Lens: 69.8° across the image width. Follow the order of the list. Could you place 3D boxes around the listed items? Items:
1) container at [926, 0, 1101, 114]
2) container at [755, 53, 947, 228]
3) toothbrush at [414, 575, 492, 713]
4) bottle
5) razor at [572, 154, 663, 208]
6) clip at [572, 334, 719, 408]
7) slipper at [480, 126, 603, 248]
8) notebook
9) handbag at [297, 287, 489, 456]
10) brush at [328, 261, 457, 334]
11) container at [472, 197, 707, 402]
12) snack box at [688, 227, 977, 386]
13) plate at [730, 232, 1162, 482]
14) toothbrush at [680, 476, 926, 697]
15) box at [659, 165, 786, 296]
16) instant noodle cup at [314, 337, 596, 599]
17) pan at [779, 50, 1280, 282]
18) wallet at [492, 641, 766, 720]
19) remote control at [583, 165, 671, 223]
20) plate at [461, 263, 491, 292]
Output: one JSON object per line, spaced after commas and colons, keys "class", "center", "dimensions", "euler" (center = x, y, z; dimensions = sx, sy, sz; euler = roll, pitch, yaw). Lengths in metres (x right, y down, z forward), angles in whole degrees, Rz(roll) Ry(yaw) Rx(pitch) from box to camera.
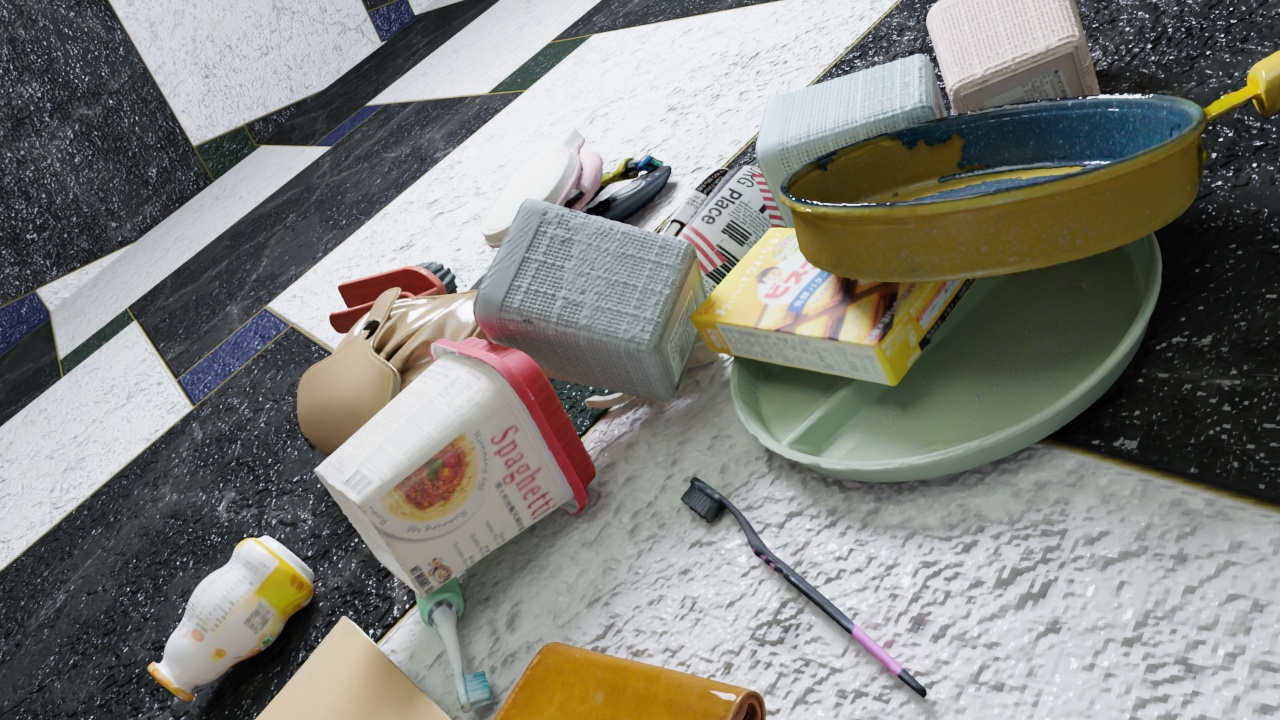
{"class": "container", "center": [0.242, -0.183, 0.588], "dimensions": [0.090, 0.090, 0.110], "euler": [-18, 38, 26]}
{"class": "container", "center": [0.149, -0.141, 0.618], "dimensions": [0.112, 0.090, 0.090], "euler": [-14, 37, 27]}
{"class": "toothbrush", "center": [-0.125, 0.134, 0.558], "dimensions": [0.027, 0.026, 0.224], "euler": [-16, 27, -15]}
{"class": "bottle", "center": [-0.273, 0.172, 0.612], "dimensions": [0.063, 0.063, 0.108], "euler": [8, 50, 49]}
{"class": "razor", "center": [-0.045, -0.163, 0.893], "dimensions": [0.143, 0.022, 0.042], "euler": [-29, -7, 19]}
{"class": "clip", "center": [-0.005, 0.005, 0.617], "dimensions": [0.100, 0.035, 0.098], "euler": [19, 54, 45]}
{"class": "slipper", "center": [-0.084, -0.156, 0.850], "dimensions": [0.114, 0.054, 0.274], "euler": [-36, 21, 13]}
{"class": "notebook", "center": [-0.174, 0.220, 0.470], "dimensions": [0.149, 0.012, 0.212], "euler": [-49, 25, -21]}
{"class": "handbag", "center": [-0.185, 0.009, 0.719], "dimensions": [0.205, 0.100, 0.147], "euler": [-3, 46, 47]}
{"class": "brush", "center": [-0.242, -0.056, 0.898], "dimensions": [0.146, 0.063, 0.069], "euler": [-8, 23, 39]}
{"class": "container", "center": [-0.025, -0.034, 0.568], "dimensions": [0.114, 0.090, 0.090], "euler": [14, 68, 19]}
{"class": "snack box", "center": [0.103, -0.035, 0.513], "dimensions": [0.086, 0.034, 0.141], "euler": [-47, 31, -22]}
{"class": "plate", "center": [0.157, -0.021, 0.501], "dimensions": [0.230, 0.027, 0.229], "euler": [-25, 32, 17]}
{"class": "toothbrush", "center": [0.067, 0.100, 0.432], "dimensions": [0.018, 0.014, 0.189], "euler": [-48, 32, -3]}
{"class": "box", "center": [0.052, -0.076, 0.673], "dimensions": [0.085, 0.075, 0.161], "euler": [26, 56, 19]}
{"class": "instant noodle cup", "center": [-0.112, 0.063, 0.543], "dimensions": [0.124, 0.116, 0.117], "euler": [-38, 29, -25]}
{"class": "pan", "center": [0.242, -0.117, 0.432], "dimensions": [0.358, 0.078, 0.197], "euler": [-7, 22, 21]}
{"class": "wallet", "center": [-0.025, 0.180, 0.387], "dimensions": [0.131, 0.035, 0.118], "euler": [-4, 44, 46]}
{"class": "remote control", "center": [-0.023, -0.137, 0.832], "dimensions": [0.136, 0.024, 0.053], "euler": [-37, 20, -25]}
{"class": "plate", "center": [-0.119, -0.066, 0.836], "dimensions": [0.180, 0.024, 0.179], "euler": [-24, 32, 16]}
